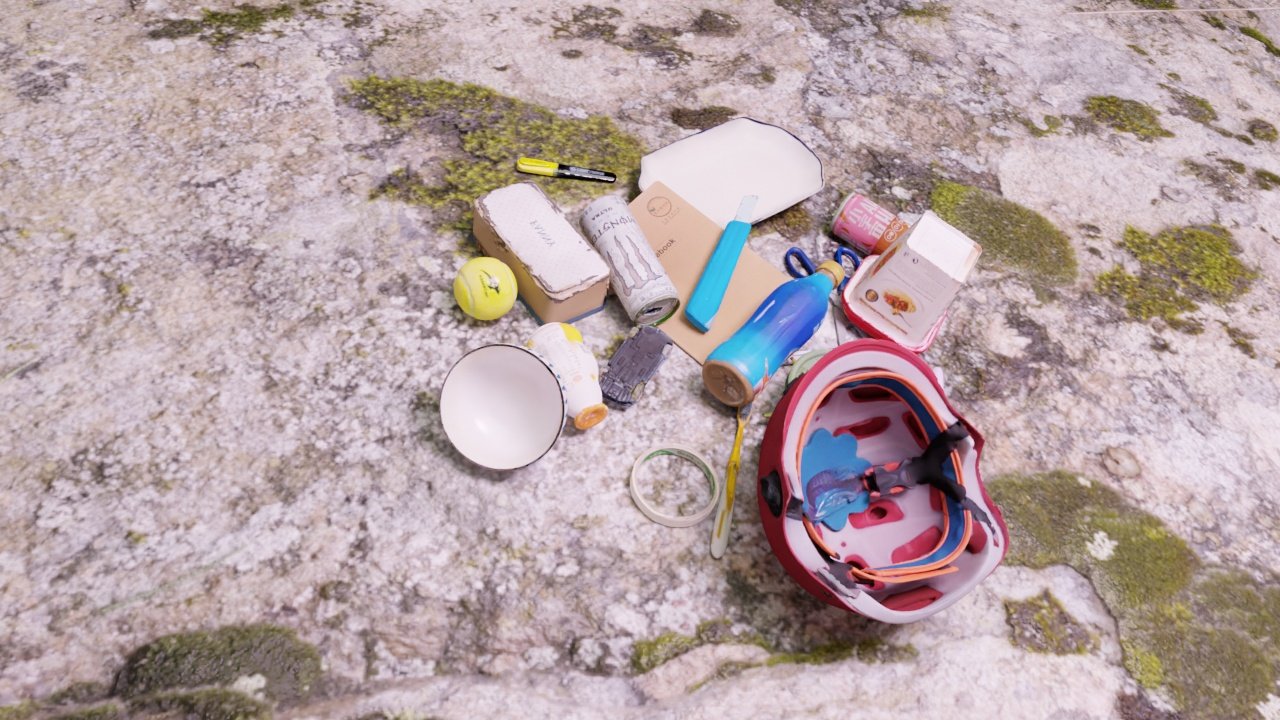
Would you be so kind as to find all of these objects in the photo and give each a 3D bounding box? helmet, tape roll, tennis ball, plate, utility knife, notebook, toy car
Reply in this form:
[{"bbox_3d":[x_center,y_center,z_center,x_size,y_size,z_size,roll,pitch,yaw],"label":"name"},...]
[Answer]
[{"bbox_3d":[0.190,0.109,0.818,0.206,0.144,0.240,-16,86,-22],"label":"helmet"},{"bbox_3d":[0.033,0.119,0.878,0.085,0.014,0.085,7,50,-9],"label":"tape roll"},{"bbox_3d":[-0.160,-0.074,0.951,0.065,0.066,0.065,7,51,-9],"label":"tennis ball"},{"bbox_3d":[0.115,-0.227,1.161,0.265,0.034,0.162,-30,65,-32],"label":"plate"},{"bbox_3d":[0.096,-0.116,1.026,0.034,0.018,0.187,25,67,0],"label":"utility knife"},{"bbox_3d":[0.045,-0.102,1.036,0.207,0.008,0.147,40,71,18],"label":"notebook"},{"bbox_3d":[-0.006,0.005,0.947,0.049,0.031,0.105,29,53,9],"label":"toy car"}]

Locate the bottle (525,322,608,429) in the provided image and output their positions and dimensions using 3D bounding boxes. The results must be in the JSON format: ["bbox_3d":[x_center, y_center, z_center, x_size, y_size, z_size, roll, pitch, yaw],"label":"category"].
[{"bbox_3d":[-0.071,0.016,0.902,0.063,0.063,0.108,-17,57,-25],"label":"bottle"}]

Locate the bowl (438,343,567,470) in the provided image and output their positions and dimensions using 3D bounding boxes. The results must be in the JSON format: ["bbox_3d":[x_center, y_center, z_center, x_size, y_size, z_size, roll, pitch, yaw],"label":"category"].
[{"bbox_3d":[-0.122,0.040,0.856,0.116,0.116,0.066,22,7,4],"label":"bowl"}]

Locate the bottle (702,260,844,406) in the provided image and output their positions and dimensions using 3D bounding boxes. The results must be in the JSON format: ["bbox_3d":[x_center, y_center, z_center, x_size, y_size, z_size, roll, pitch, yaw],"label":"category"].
[{"bbox_3d":[0.151,-0.038,0.973,0.065,0.065,0.218,37,57,16],"label":"bottle"}]

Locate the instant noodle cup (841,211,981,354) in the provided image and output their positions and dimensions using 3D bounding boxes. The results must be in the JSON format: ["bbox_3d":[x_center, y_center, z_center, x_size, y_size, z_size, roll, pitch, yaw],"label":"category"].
[{"bbox_3d":[0.308,-0.090,1.033,0.116,0.124,0.116,36,51,6],"label":"instant noodle cup"}]

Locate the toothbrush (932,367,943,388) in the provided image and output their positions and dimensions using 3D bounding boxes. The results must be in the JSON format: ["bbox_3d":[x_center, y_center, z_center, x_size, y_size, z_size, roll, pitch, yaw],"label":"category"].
[{"bbox_3d":[0.321,0.078,0.978,0.021,0.029,0.188,-12,44,25],"label":"toothbrush"}]

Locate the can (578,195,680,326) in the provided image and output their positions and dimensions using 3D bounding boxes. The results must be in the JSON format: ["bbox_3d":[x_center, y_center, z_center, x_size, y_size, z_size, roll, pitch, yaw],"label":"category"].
[{"bbox_3d":[-0.013,-0.109,1.002,0.058,0.058,0.146,-17,64,-25],"label":"can"}]

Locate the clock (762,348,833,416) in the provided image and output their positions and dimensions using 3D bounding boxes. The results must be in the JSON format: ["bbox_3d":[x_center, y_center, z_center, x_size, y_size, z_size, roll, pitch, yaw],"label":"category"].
[{"bbox_3d":[0.215,0.056,0.945,0.161,0.056,0.115,27,51,8],"label":"clock"}]

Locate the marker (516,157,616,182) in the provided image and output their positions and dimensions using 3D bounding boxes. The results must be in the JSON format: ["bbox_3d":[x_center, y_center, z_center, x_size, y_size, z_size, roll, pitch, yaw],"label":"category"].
[{"bbox_3d":[-0.090,-0.234,1.129,0.124,0.015,0.018,6,54,-11],"label":"marker"}]

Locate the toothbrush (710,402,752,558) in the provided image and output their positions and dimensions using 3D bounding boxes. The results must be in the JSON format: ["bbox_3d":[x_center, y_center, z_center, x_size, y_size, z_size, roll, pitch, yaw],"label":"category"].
[{"bbox_3d":[0.091,0.109,0.897,0.016,0.018,0.190,16,50,1],"label":"toothbrush"}]

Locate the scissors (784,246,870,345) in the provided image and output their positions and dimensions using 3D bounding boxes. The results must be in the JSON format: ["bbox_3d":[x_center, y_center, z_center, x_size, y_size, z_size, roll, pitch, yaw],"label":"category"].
[{"bbox_3d":[0.236,-0.080,1.089,0.163,0.012,0.160,40,54,16],"label":"scissors"}]

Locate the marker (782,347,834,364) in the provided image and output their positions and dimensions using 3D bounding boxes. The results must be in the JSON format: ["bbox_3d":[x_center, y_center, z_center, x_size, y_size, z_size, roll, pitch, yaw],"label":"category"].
[{"bbox_3d":[0.157,-0.003,1.004,0.145,0.017,0.016,-4,53,-17],"label":"marker"}]

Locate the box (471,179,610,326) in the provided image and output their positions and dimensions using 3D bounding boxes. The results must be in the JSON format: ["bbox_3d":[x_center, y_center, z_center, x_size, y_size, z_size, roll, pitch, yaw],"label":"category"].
[{"bbox_3d":[-0.107,-0.114,1.002,0.089,0.061,0.184,-24,63,-28],"label":"box"}]

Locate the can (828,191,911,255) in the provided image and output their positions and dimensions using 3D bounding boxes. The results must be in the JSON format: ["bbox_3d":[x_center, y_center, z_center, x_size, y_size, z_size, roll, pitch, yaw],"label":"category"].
[{"bbox_3d":[0.308,-0.146,1.129,0.147,0.058,0.057,36,52,15],"label":"can"}]
